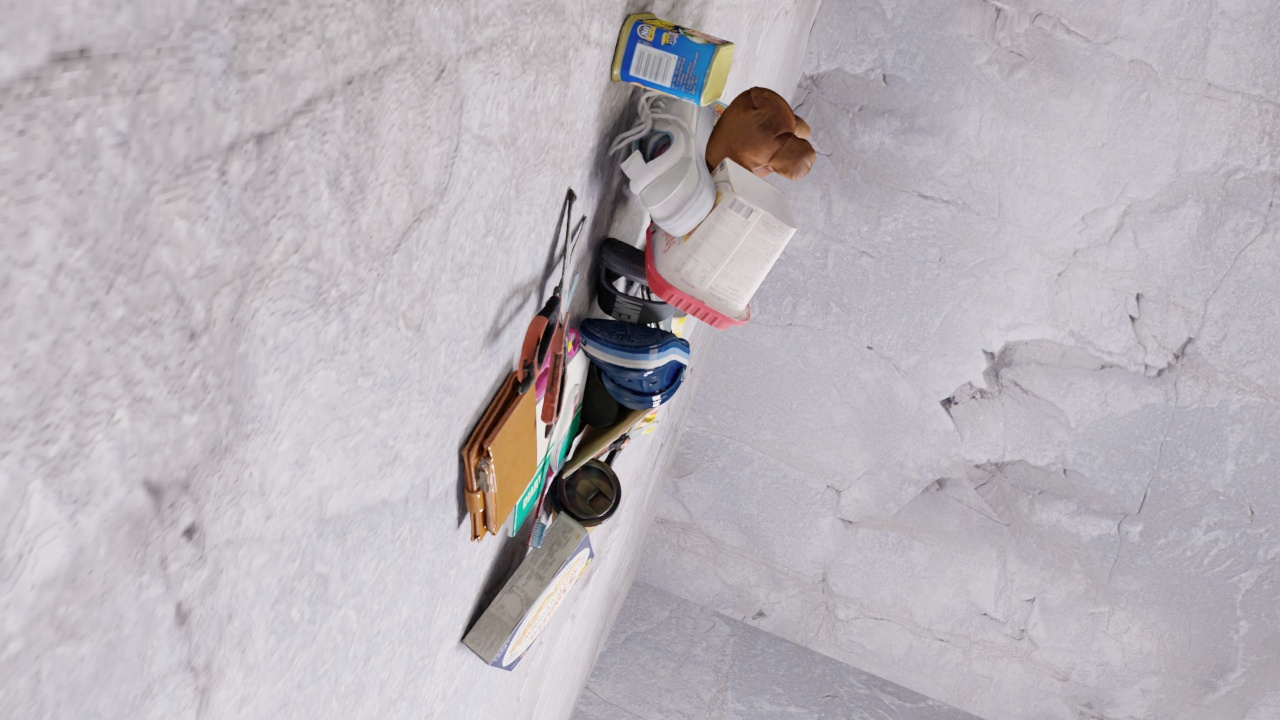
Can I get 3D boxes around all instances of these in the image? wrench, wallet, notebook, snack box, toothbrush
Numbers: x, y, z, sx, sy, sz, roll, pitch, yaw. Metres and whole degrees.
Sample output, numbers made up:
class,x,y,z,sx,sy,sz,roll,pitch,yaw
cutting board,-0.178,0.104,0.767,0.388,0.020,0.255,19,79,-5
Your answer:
class,x,y,z,sx,sy,sz,roll,pitch,yaw
wrench,-0.072,0.069,1.190,0.272,0.016,0.056,-57,166,-55
wallet,0.020,-0.097,1.229,0.129,0.037,0.107,-79,158,-47
wallet,-0.122,0.088,0.813,0.132,0.031,0.107,94,18,-45
notebook,-0.027,0.070,1.162,0.148,0.008,0.207,-38,-173,13
snack box,-0.126,0.280,1.096,0.177,0.046,0.183,-53,167,-16
notebook,-0.096,0.072,0.994,0.208,0.012,0.151,-58,161,-59
toothbrush,-0.091,0.115,0.992,0.016,0.017,0.187,-10,117,-80

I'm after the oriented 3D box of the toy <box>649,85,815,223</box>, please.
class,x,y,z,sx,sy,sz,roll,pitch,yaw
toy,0.088,-0.193,0.970,0.200,0.130,0.139,-30,-156,23

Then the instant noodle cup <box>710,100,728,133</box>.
class,x,y,z,sx,sy,sz,roll,pitch,yaw
instant noodle cup,0.087,-0.255,1.069,0.111,0.120,0.111,22,88,-82

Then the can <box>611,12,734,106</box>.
class,x,y,z,sx,sy,sz,roll,pitch,yaw
can,0.031,-0.262,0.799,0.101,0.083,0.057,-54,162,-64

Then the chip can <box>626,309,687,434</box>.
class,x,y,z,sx,sy,sz,roll,pitch,yaw
chip can,0.012,0.009,1.420,0.071,0.072,0.214,-56,163,-61

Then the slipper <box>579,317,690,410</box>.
class,x,y,z,sx,sy,sz,roll,pitch,yaw
slipper,-0.006,0.006,1.033,0.252,0.105,0.095,1,97,-78

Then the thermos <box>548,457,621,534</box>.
class,x,y,z,sx,sy,sz,roll,pitch,yaw
thermos,-0.079,0.187,1.203,0.143,0.093,0.092,114,0,-61

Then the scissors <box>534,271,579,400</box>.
class,x,y,z,sx,sy,sz,roll,pitch,yaw
scissors,-0.082,-0.020,0.893,0.133,0.017,0.134,79,33,-67

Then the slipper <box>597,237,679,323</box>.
class,x,y,z,sx,sy,sz,roll,pitch,yaw
slipper,0.008,-0.079,1.035,0.268,0.111,0.083,-37,150,-81

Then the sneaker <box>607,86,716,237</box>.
class,x,y,z,sx,sy,sz,roll,pitch,yaw
sneaker,0.017,-0.218,0.887,0.090,0.090,0.241,-37,-150,29

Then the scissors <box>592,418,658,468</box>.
class,x,y,z,sx,sy,sz,roll,pitch,yaw
scissors,-0.039,0.134,1.351,0.221,0.022,0.231,-57,160,10

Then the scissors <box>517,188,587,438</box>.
class,x,y,z,sx,sy,sz,roll,pitch,yaw
scissors,-0.072,-0.037,0.806,0.189,0.015,0.222,91,11,-50

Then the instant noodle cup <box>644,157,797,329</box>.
class,x,y,z,sx,sy,sz,roll,pitch,yaw
instant noodle cup,0.079,-0.114,0.879,0.124,0.116,0.116,-51,-156,31

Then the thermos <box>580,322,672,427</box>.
class,x,y,z,sx,sy,sz,roll,pitch,yaw
thermos,-0.019,-0.003,1.196,0.241,0.068,0.090,-54,145,-63
